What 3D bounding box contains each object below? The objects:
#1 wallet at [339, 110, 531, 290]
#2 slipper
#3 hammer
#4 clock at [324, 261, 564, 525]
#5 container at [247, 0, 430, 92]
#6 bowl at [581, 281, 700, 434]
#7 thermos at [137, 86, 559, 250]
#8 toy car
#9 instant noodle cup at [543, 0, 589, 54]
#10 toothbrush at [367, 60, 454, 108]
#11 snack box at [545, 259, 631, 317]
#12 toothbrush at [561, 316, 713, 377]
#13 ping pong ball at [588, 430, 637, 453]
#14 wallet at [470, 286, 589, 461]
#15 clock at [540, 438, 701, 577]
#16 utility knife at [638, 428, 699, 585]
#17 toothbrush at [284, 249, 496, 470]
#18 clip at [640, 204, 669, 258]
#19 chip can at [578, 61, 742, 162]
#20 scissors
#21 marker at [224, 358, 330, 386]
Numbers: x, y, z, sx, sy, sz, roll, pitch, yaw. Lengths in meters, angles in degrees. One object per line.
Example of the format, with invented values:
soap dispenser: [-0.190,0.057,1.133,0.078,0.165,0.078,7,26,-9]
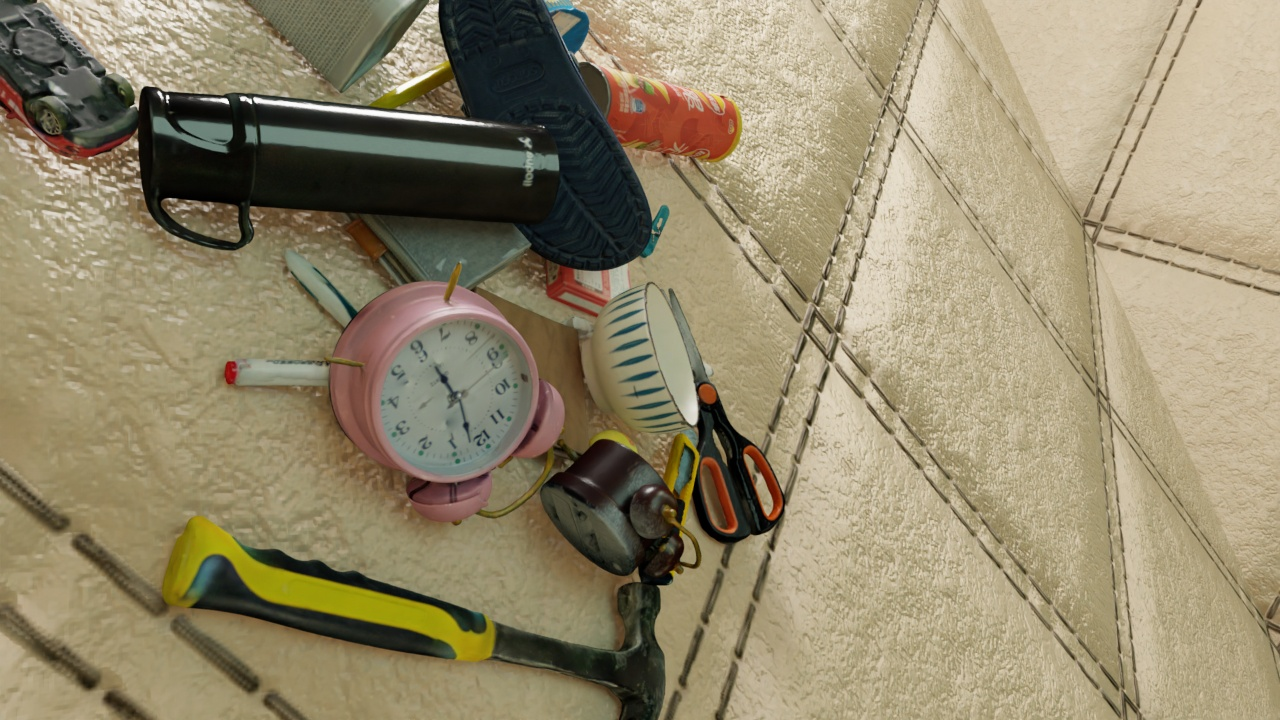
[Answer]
wallet: [-0.154,-0.102,0.636,0.129,0.037,0.106,50,50,-1]
slipper: [-0.082,-0.182,0.716,0.253,0.105,0.095,63,0,-5]
hammer: [-0.105,0.159,0.528,0.323,0.032,0.126,27,47,-36]
clock: [-0.108,0.030,0.548,0.117,0.060,0.158,-41,124,-18]
container: [-0.214,-0.269,0.641,0.111,0.090,0.089,43,40,-17]
bowl: [-0.004,0.004,0.704,0.116,0.066,0.116,-17,90,-77]
thermos: [-0.172,-0.112,0.570,0.242,0.068,0.090,-4,98,-33]
toy car: [-0.319,-0.156,0.477,0.120,0.045,0.052,48,41,-8]
instant noodle cup: [-0.114,-0.306,0.784,0.099,0.099,0.110,-23,76,-53]
toothbrush: [-0.185,-0.195,0.683,0.015,0.017,0.189,51,38,-13]
snack box: [-0.047,-0.111,0.780,0.075,0.026,0.152,21,52,-39]
toothbrush: [0.005,-0.010,0.779,0.180,0.016,0.016,18,60,-43]
ping pong ball: [-0.022,0.071,0.675,0.040,0.040,0.040,28,47,-35]
wallet: [-0.081,0.010,0.655,0.101,0.020,0.115,22,46,-42]
clock: [-0.011,0.102,0.607,0.055,0.122,0.082,-43,143,-29]
utility knife: [0.025,0.101,0.694,0.033,0.015,0.176,41,35,-17]
toothbrush: [-0.155,0.001,0.586,0.191,0.018,0.016,49,37,-16]
clip: [0.009,-0.119,0.854,0.013,0.034,0.055,32,55,-29]
chip can: [0.013,-0.240,0.897,0.216,0.073,0.073,-6,71,-50]
scissors: [0.068,0.042,0.797,0.139,0.022,0.234,12,64,-29]
marker: [-0.171,0.008,0.548,0.145,0.017,0.017,2,64,-39]
